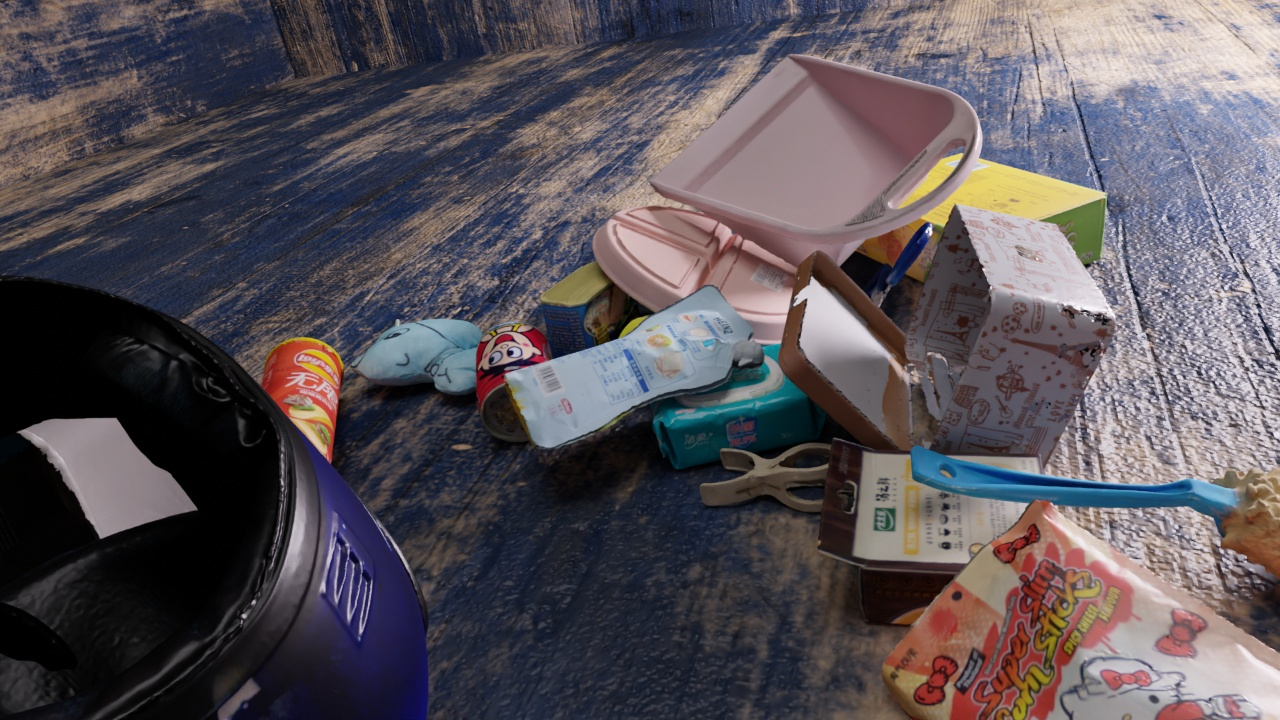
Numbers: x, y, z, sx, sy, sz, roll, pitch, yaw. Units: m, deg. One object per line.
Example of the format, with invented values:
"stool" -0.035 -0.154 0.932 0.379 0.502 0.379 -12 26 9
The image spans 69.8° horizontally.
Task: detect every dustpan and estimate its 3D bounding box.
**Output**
"dustpan" 0.168 -0.203 0.850 0.273 0.139 0.222 39 76 19

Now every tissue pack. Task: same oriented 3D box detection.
"tissue pack" 0.073 0.031 0.705 0.133 0.050 0.093 -12 27 -2

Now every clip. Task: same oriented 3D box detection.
"clip" 0.093 0.080 0.627 0.100 0.035 0.071 -1 29 28

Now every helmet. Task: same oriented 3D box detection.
"helmet" -0.239 0.129 0.403 0.315 0.241 0.246 33 48 29

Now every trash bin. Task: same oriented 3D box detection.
"trash bin" -0.396 0.096 0.611 0.198 0.199 0.219 -10 21 1

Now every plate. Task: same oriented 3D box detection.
"plate" 0.068 -0.087 0.853 0.229 0.028 0.229 15 29 -9

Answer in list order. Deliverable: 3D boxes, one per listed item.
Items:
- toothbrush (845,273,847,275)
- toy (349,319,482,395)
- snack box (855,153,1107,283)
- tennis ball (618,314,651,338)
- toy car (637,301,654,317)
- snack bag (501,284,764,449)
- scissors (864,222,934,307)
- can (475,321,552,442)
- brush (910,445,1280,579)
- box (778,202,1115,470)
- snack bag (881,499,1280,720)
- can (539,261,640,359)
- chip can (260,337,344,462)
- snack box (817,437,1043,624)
"toothbrush" 0.183 -0.049 0.859 0.014 0.017 0.188 8 30 13
"toy" -0.191 -0.006 0.874 0.161 0.050 0.156 -20 33 -21
"snack box" 0.325 -0.138 0.919 0.157 0.070 0.210 -19 29 -15
"tennis ball" 0.011 -0.007 0.783 0.065 0.065 0.065 -8 27 4
"toy car" 0.002 -0.054 0.915 0.091 0.034 0.042 1 33 23
"snack bag" -0.004 0.004 0.692 0.191 0.039 0.110 -21 30 -12
"scissors" 0.220 -0.065 0.818 0.012 0.157 0.165 37 13 0
"can" -0.105 0.017 0.771 0.066 0.067 0.093 -12 34 -3
"brush" 0.276 0.078 0.499 0.255 0.046 0.083 8 40 8
"box" 0.191 -0.023 0.651 0.187 0.155 0.182 15 30 2
"snack bag" 0.211 0.155 0.389 0.128 0.073 0.208 -51 38 -2
"can" -0.042 -0.035 0.838 0.057 0.083 0.101 8 32 31
"chip can" -0.291 0.054 0.767 0.073 0.073 0.216 -14 27 -8
"snack box" 0.173 0.098 0.539 0.126 0.053 0.113 -1 29 18
